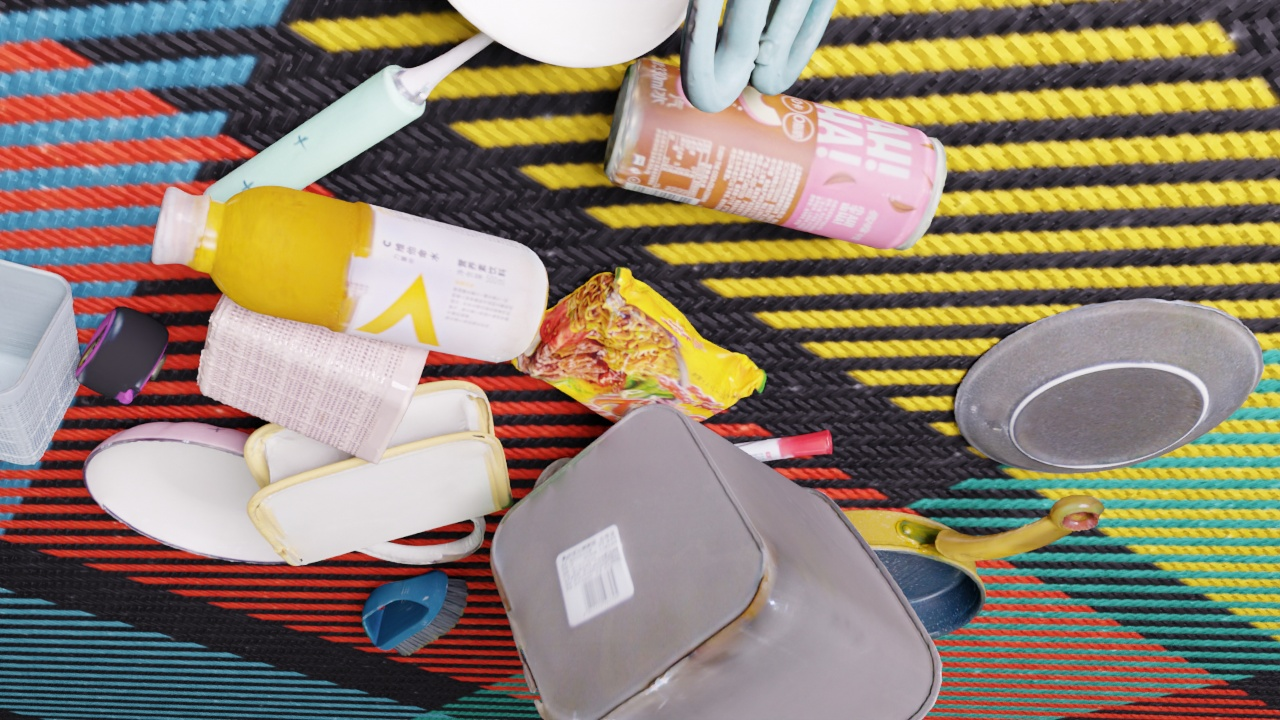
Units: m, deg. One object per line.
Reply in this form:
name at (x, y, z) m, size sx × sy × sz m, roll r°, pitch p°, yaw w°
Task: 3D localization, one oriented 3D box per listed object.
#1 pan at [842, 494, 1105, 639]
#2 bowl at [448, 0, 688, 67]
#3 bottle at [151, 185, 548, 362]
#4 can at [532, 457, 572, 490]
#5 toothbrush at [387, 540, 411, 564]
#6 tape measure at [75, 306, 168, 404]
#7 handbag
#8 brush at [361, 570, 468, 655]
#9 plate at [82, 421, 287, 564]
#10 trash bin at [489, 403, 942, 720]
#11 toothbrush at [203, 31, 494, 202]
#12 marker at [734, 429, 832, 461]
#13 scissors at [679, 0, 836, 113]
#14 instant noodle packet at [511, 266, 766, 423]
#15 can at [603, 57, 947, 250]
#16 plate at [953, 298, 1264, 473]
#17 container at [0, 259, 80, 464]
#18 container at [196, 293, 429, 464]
pan at (0.214, 0.160, 0.710) m, size 0.197 × 0.078 × 0.359 m, roll 16°, pitch 141°, yaw -14°
bowl at (-0.022, -0.169, 0.322) m, size 0.113 × 0.062 × 0.114 m, roll 15°, pitch 145°, yaw 11°
bottle at (-0.143, -0.046, 0.471) m, size 0.189 × 0.068 × 0.068 m, roll 12°, pitch 143°, yaw -27°
can at (-0.024, 0.128, 0.715) m, size 0.053 × 0.053 × 0.132 m, roll -21°, pitch 135°, yaw 30°
toothbrush at (-0.216, 0.155, 0.767) m, size 0.015 × 0.018 × 0.181 m, roll -15°, pitch 158°, yaw 0°
tape measure at (-0.325, -0.003, 0.579) m, size 0.039 × 0.057 × 0.058 m, roll 33°, pitch 157°, yaw -33°
handbag at (-0.175, 0.096, 0.652) m, size 0.163 × 0.063 × 0.179 m, roll -14°, pitch 142°, yaw -10°
brush at (-0.224, 0.239, 0.877) m, size 0.073 × 0.055 × 0.144 m, roll 26°, pitch 138°, yaw -25°
plate at (-0.332, 0.102, 0.728) m, size 0.192 × 0.039 × 0.193 m, roll 3°, pitch 141°, yaw 2°
trash bin at (0.040, 0.159, 0.581) m, size 0.199 × 0.199 × 0.219 m, roll -40°, pitch 137°, yaw 10°
toothbrush at (-0.134, -0.116, 0.439) m, size 0.225 × 0.027 × 0.026 m, roll -20°, pitch 171°, yaw 29°
marker at (0.064, 0.068, 0.659) m, size 0.145 × 0.017 × 0.017 m, roll -10°, pitch 140°, yaw 18°
scissors at (0.066, -0.173, 0.322) m, size 0.019 × 0.142 × 0.180 m, roll 30°, pitch 113°, yaw 21°
instant noodle packet at (-0.003, 0.003, 0.564) m, size 0.128 × 0.044 × 0.111 m, roll 33°, pitch 138°, yaw -31°
can at (0.060, -0.093, 0.421) m, size 0.147 × 0.057 × 0.058 m, roll 12°, pitch 141°, yaw -9°
plate at (0.292, 0.029, 0.578) m, size 0.179 × 0.024 × 0.180 m, roll 3°, pitch 142°, yaw 2°
container at (-0.411, 0.003, 0.574) m, size 0.090 × 0.090 × 0.112 m, roll 15°, pitch 144°, yaw -13°
container at (-0.185, -0.009, 0.533) m, size 0.111 × 0.089 × 0.090 m, roll 22°, pitch 139°, yaw -17°
